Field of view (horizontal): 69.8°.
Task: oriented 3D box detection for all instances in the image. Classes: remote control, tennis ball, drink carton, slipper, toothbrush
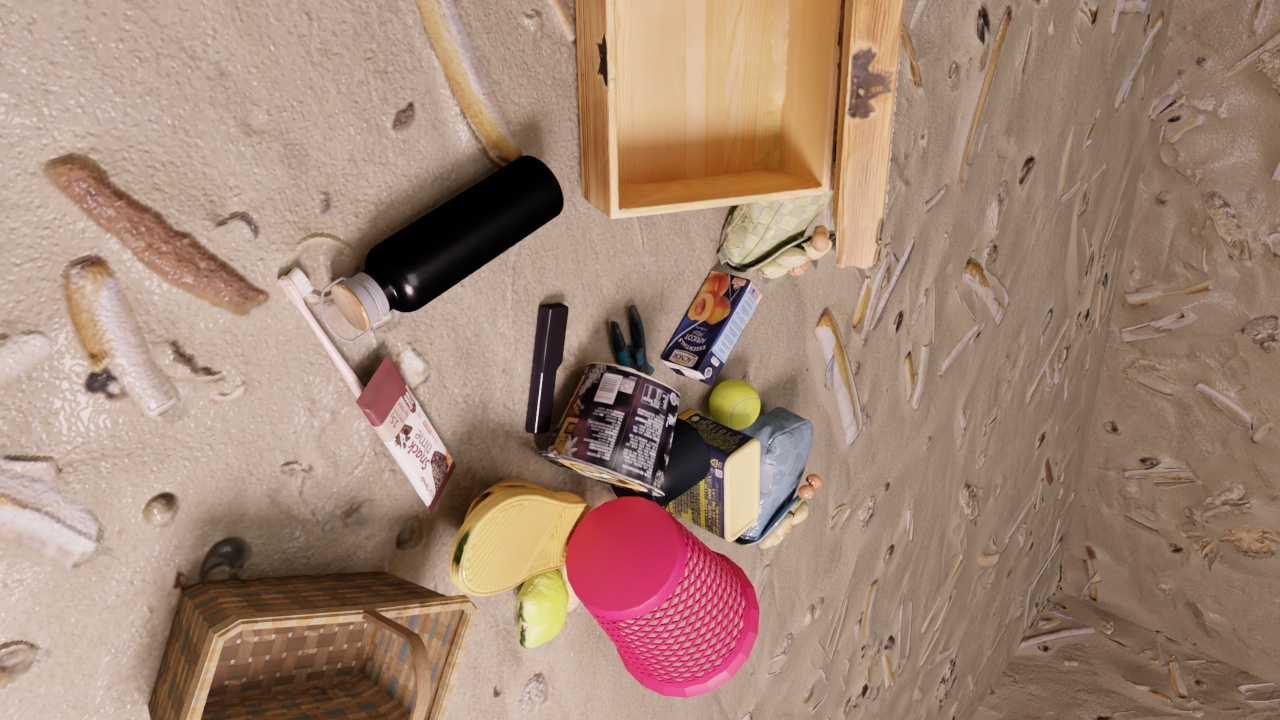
[{"bbox_3d":[-0.094,0.010,0.929,0.032,0.015,0.136,-11,115,-48],"label":"remote control"},{"bbox_3d":[0.120,0.056,1.169,0.065,0.065,0.065,-25,125,-42],"label":"tennis ball"},{"bbox_3d":[0.083,-0.038,1.081,0.040,0.064,0.130,42,74,-45],"label":"drink carton"},{"bbox_3d":[-0.128,0.167,0.920,0.099,0.078,0.263,-69,159,0],"label":"slipper"},{"bbox_3d":[-0.242,0.000,0.747,0.018,0.016,0.181,-50,138,-31],"label":"toothbrush"}]

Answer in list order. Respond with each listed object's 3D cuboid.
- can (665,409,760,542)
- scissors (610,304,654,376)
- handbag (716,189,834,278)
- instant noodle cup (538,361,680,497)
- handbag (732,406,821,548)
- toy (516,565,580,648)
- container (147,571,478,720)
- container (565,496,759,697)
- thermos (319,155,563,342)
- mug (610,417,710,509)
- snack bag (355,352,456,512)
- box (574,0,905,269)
[{"bbox_3d":[0.087,0.144,1.140,0.075,0.104,0.135,-30,128,-39],"label":"can"},{"bbox_3d":[-0.003,0.000,1.033,0.128,0.019,0.140,11,100,-53],"label":"scissors"},{"bbox_3d":[0.175,-0.165,1.062,0.113,0.117,0.187,-28,161,-37],"label":"handbag"},{"bbox_3d":[-0.023,0.070,0.958,0.137,0.137,0.112,35,71,-52],"label":"instant noodle cup"},{"bbox_3d":[0.186,0.167,1.261,0.121,0.119,0.192,-17,125,-45],"label":"handbag"},{"bbox_3d":[-0.096,0.265,1.027,0.115,0.046,0.092,-33,132,-46],"label":"toy"},{"bbox_3d":[-0.240,0.264,0.735,0.249,0.186,0.157,13,97,-52],"label":"container"},{"bbox_3d":[0.017,0.256,1.028,0.183,0.183,0.226,-55,145,-17],"label":"container"},{"bbox_3d":[-0.164,-0.092,0.758,0.230,0.061,0.061,-40,134,-31],"label":"thermos"},{"bbox_3d":[0.018,0.138,1.074,0.094,0.085,0.122,-27,134,-39],"label":"mug"},{"bbox_3d":[-0.202,0.068,0.810,0.158,0.013,0.056,72,32,-44],"label":"snack bag"},{"bbox_3d":[0.126,-0.249,0.758,0.281,0.315,0.279,-11,115,-21],"label":"box"}]
